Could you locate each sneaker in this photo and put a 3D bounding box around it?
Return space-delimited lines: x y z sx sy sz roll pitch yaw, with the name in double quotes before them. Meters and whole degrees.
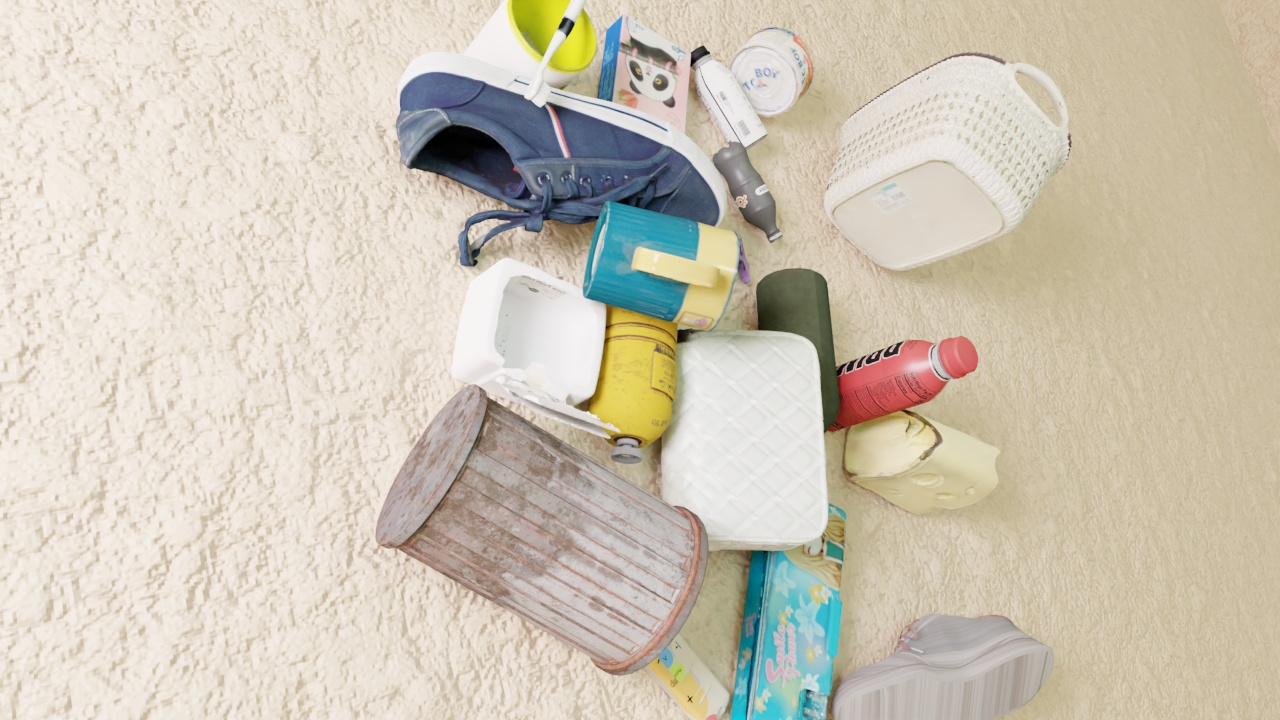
"sneaker" -0.059 -0.139 0.751 0.294 0.121 0.127 15 54 -24
"sneaker" 0.271 0.293 0.875 0.235 0.089 0.099 -5 110 -20

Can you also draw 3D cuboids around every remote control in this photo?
"remote control" 0.028 0.245 0.738 0.125 0.018 0.038 51 50 -13

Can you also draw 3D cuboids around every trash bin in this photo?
"trash bin" -0.060 0.123 0.644 0.211 0.131 0.130 35 55 -21

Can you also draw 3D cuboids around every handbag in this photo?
"handbag" 0.283 0.099 0.928 0.119 0.111 0.081 26 67 -27
"handbag" 0.085 0.070 0.799 0.139 0.073 0.194 3 69 -4

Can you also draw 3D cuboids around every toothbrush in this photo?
"toothbrush" -0.055 -0.269 0.732 0.017 0.012 0.186 42 52 -34

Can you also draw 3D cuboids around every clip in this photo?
"clip" 0.099 -0.102 0.928 0.033 0.013 0.051 15 62 -35

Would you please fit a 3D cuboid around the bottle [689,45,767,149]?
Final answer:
"bottle" 0.088 -0.276 0.967 0.041 0.041 0.116 -37 97 -40

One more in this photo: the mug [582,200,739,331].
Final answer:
"mug" 0.017 -0.074 0.706 0.107 0.113 0.083 15 95 -11

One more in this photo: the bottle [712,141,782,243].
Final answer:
"bottle" 0.114 -0.173 0.950 0.036 0.036 0.110 -33 94 -41

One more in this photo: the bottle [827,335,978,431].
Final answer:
"bottle" 0.239 0.019 0.881 0.062 0.177 0.062 14 65 -33

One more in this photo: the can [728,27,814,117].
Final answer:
"can" 0.140 -0.310 0.991 0.086 0.086 0.043 49 51 -12

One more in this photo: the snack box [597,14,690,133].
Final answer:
"snack box" 0.002 -0.254 0.898 0.088 0.033 0.154 20 62 -30

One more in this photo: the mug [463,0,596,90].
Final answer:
"mug" -0.099 -0.253 0.771 0.082 0.106 0.082 15 64 -33

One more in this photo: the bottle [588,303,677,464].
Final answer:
"bottle" -0.005 0.004 0.769 0.071 0.071 0.163 20 62 -31

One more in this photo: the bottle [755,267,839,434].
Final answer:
"bottle" 0.153 0.017 0.885 0.071 0.072 0.206 13 66 -34

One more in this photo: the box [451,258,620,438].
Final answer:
"box" -0.079 0.007 0.698 0.111 0.102 0.188 21 41 -29

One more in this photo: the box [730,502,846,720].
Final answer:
"box" 0.134 0.225 0.812 0.094 0.040 0.226 27 58 -26

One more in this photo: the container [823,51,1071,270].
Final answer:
"container" 0.318 -0.204 0.994 0.184 0.252 0.143 40 63 -17
